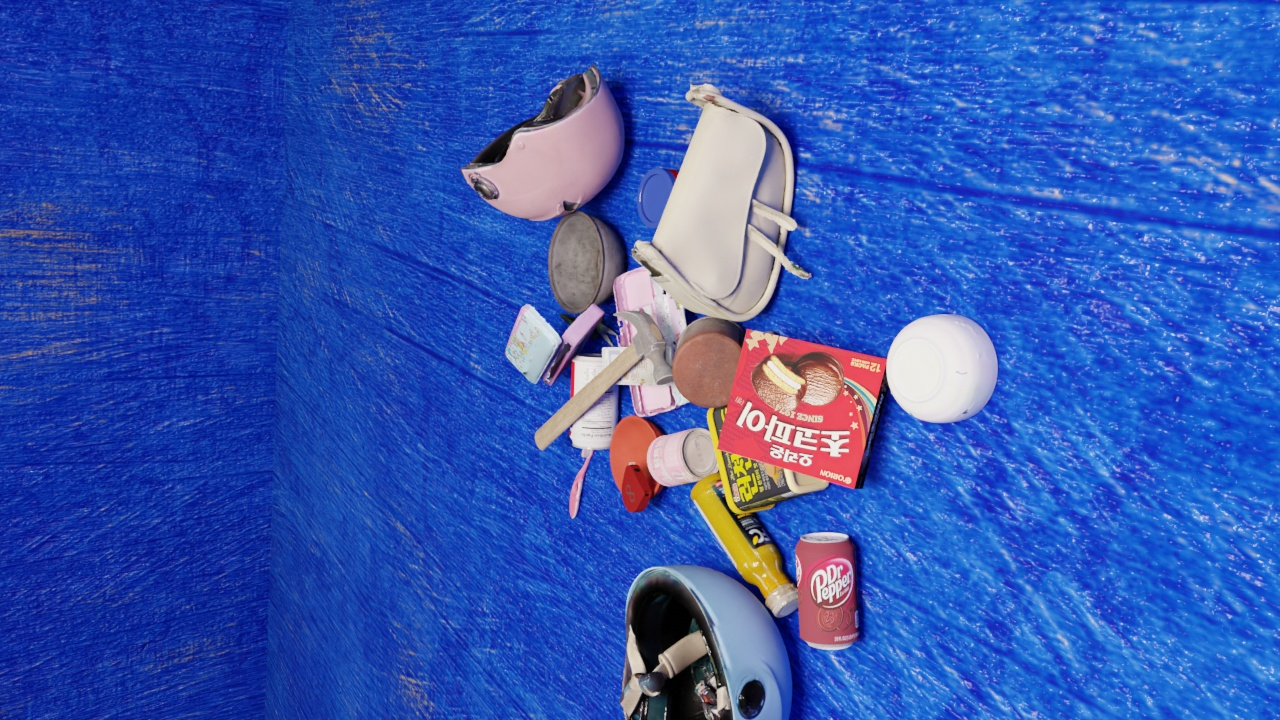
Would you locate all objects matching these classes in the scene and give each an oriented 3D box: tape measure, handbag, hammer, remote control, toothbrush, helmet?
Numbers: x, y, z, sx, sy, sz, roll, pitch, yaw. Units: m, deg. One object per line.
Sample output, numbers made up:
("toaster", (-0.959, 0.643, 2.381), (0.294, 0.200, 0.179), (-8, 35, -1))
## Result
("tape measure", (-0.007, 0.175, 1.240), (0.059, 0.019, 0.052), (61, 139, 42))
("handbag", (0.100, -0.163, 1.012), (0.132, 0.183, 0.229), (19, 91, 49))
("hammer", (-0.063, 0.043, 1.257), (0.332, 0.030, 0.119), (-44, 59, 47))
("remote control", (-0.007, 0.007, 1.208), (0.136, 0.011, 0.050), (0, 93, 51))
("toothbrush", (-0.095, 0.189, 1.425), (0.021, 0.016, 0.135), (40, 123, 45))
("helmet", (0.078, 0.355, 1.066), (0.226, 0.166, 0.266), (13, 111, 54))
("helmet", (-0.126, -0.289, 1.296), (0.256, 0.229, 0.152), (-13, 125, 43))

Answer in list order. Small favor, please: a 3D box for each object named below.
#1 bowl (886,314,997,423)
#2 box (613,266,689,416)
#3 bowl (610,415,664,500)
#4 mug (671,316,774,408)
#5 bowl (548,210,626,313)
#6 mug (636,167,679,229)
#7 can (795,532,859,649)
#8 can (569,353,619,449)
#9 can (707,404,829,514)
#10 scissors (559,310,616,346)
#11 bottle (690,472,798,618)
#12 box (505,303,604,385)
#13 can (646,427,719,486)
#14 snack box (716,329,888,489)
("bowl", (0.278, 0.009, 0.871), (0.105, 0.054, 0.105), (8, 100, 53))
("box", (0.029, -0.034, 1.215), (0.156, 0.058, 0.201), (-21, 75, 50))
("bowl", (0.006, 0.136, 1.268), (0.122, 0.035, 0.122), (5, 96, 54))
("mug", (0.098, -0.005, 1.065), (0.123, 0.110, 0.096), (-25, 104, 12))
("bowl", (-0.069, -0.140, 1.325), (0.145, 0.067, 0.145), (5, 96, 54))
("mug", (0.036, -0.201, 1.169), (0.112, 0.076, 0.075), (1, 93, 54))
("can", (0.200, 0.246, 0.983), (0.063, 0.063, 0.114), (-3, 89, 54))
("can", (-0.067, 0.058, 1.332), (0.070, 0.070, 0.132), (11, 101, 53))
("can", (0.145, 0.099, 1.045), (0.101, 0.072, 0.130), (-29, 69, 48))
("scissors", (-0.084, -0.067, 1.393), (0.121, 0.019, 0.150), (-39, 63, 47))
("bottle", (0.126, 0.218, 1.092), (0.186, 0.053, 0.053), (56, 134, 36))
("box", (-0.133, -0.036, 1.327), (0.092, 0.089, 0.215), (40, 157, 0))
("can", (0.055, 0.124, 1.173), (0.076, 0.067, 0.067), (-21, 75, 52))
("snack box", (0.171, 0.049, 0.959), (0.152, 0.035, 0.132), (14, 90, 28))
